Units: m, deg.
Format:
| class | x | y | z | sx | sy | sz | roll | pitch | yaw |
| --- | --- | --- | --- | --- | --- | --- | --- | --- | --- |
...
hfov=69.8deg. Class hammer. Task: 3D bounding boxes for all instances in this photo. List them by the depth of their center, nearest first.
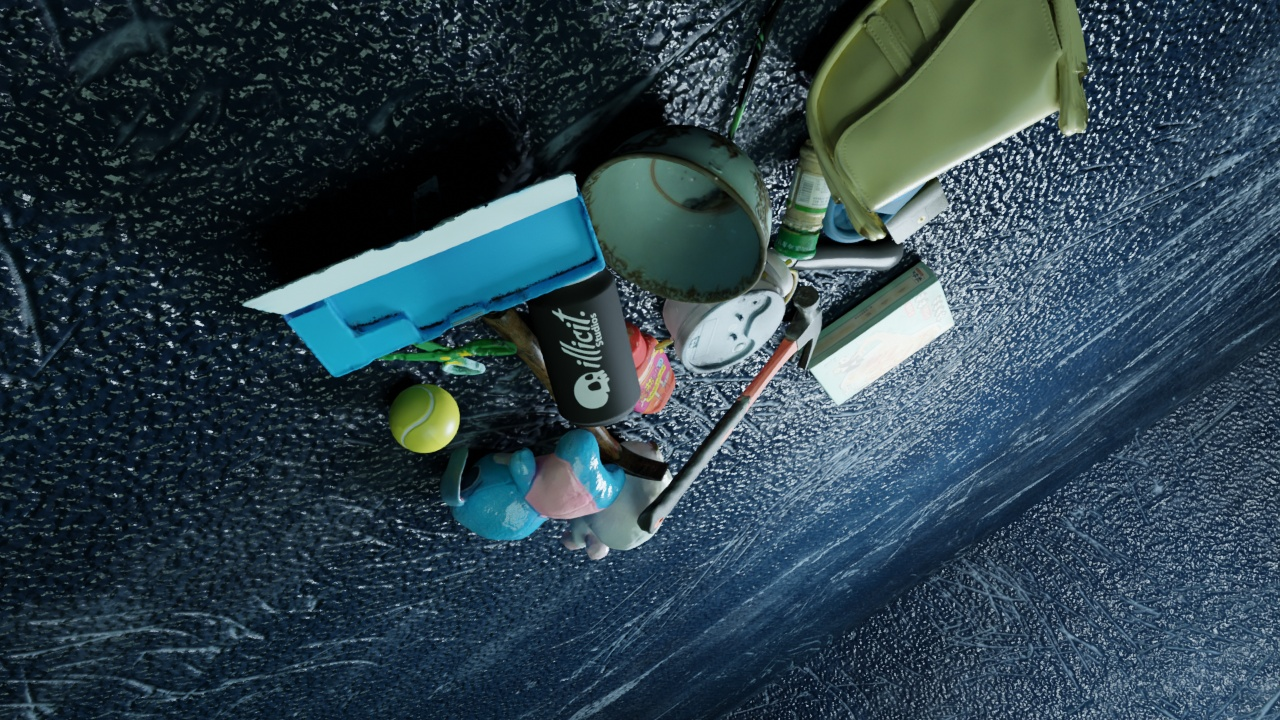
| class | x | y | z | sx | sy | sz | roll | pitch | yaw |
| --- | --- | --- | --- | --- | --- | --- | --- | --- | --- |
| hammer | -0.070 | 0.037 | 0.945 | 0.033 | 0.120 | 0.330 | -65 | 150 | -22 |
| hammer | 0.178 | -0.109 | 0.996 | 0.310 | 0.029 | 0.125 | -5 | 140 | -37 |
| hammer | 0.106 | 0.067 | 1.074 | 0.332 | 0.033 | 0.133 | -50 | 156 | -12 |

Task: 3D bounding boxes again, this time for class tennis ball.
| class | x | y | z | sx | sy | sz | roll | pitch | yaw |
| --- | --- | --- | --- | --- | --- | --- | --- | --- | --- |
| tennis ball | -0.205 | 0.054 | 0.868 | 0.065 | 0.065 | 0.065 | -22 | 148 | -15 |

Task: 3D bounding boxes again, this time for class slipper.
| class | x | y | z | sx | sy | sz | roll | pitch | yaw |
| --- | --- | --- | --- | --- | --- | --- | --- | --- | --- |
| slipper | 0.257 | -0.200 | 0.890 | 0.103 | 0.059 | 0.214 | 7 | 126 | -38 |

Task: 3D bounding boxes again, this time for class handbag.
| class | x | y | z | sx | sy | sz | roll | pitch | yaw |
| --- | --- | --- | --- | --- | --- | --- | --- | --- | --- |
| handbag | 0.240 | -0.229 | 0.745 | 0.233 | 0.191 | 0.088 | -29 | 169 | 22 |
| handbag | 0.272 | -0.189 | 0.968 | 0.084 | 0.027 | 0.178 | -38 | 144 | 12 |

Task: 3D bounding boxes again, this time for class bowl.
| class | x | y | z | sx | sy | sz | roll | pitch | yaw |
| --- | --- | --- | --- | --- | --- | --- | --- | --- | --- |
| bowl | 0.040 | -0.134 | 0.757 | 0.160 | 0.160 | 0.093 | 93 | 18 | -54 |

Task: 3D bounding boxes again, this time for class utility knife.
| class | x | y | z | sx | sy | sz | roll | pitch | yaw |
| --- | --- | --- | --- | --- | --- | --- | --- | --- | --- |
| utility knife | -0.171 | -0.082 | 0.745 | 0.028 | 0.020 | 0.175 | -14 | 147 | -21 |

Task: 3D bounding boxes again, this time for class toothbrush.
| class | x | y | z | sx | sy | sz | roll | pitch | yaw |
| --- | --- | --- | --- | --- | --- | --- | --- | --- | --- |
| toothbrush | 0.094 | -0.250 | 0.735 | 0.017 | 0.014 | 0.188 | -3 | 141 | -18 |

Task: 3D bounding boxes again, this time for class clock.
| class | x | y | z | sx | sy | sz | roll | pitch | yaw |
| --- | --- | --- | --- | --- | --- | --- | --- | --- | --- |
| clock | 0.095 | -0.052 | 0.917 | 0.157 | 0.058 | 0.117 | -19 | 148 | -22 |

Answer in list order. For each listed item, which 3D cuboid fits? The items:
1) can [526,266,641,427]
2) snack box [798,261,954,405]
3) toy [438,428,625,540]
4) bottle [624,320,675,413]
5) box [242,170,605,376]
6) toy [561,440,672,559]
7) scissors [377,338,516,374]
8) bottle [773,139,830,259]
| class | x | y | z | sx | sy | sz | roll | pitch | yaw |
| --- | --- | --- | --- | --- | --- | --- | --- | --- | --- |
| can | -0.051 | -0.018 | 0.830 | 0.080 | 0.080 | 0.146 | -21 | 119 | -15 |
| snack box | 0.310 | -0.032 | 1.205 | 0.194 | 0.044 | 0.141 | -35 | 147 | 10 |
| toy | -0.113 | 0.146 | 1.027 | 0.192 | 0.098 | 0.224 | -18 | 152 | 16 |
| bottle | -0.006 | 0.006 | 0.977 | 0.071 | 0.048 | 0.134 | -61 | 152 | -16 |
| box | -0.156 | -0.078 | 0.692 | 0.243 | 0.059 | 0.176 | -22 | 162 | -2 |
| toy | -0.038 | 0.178 | 1.140 | 0.101 | 0.138 | 0.180 | 24 | 133 | -31 |
| scissors | -0.177 | -0.004 | 0.838 | 0.127 | 0.011 | 0.123 | -2 | 162 | -10 |
| bottle | 0.159 | -0.153 | 0.877 | 0.042 | 0.042 | 0.110 | -8 | 121 | -33 |
